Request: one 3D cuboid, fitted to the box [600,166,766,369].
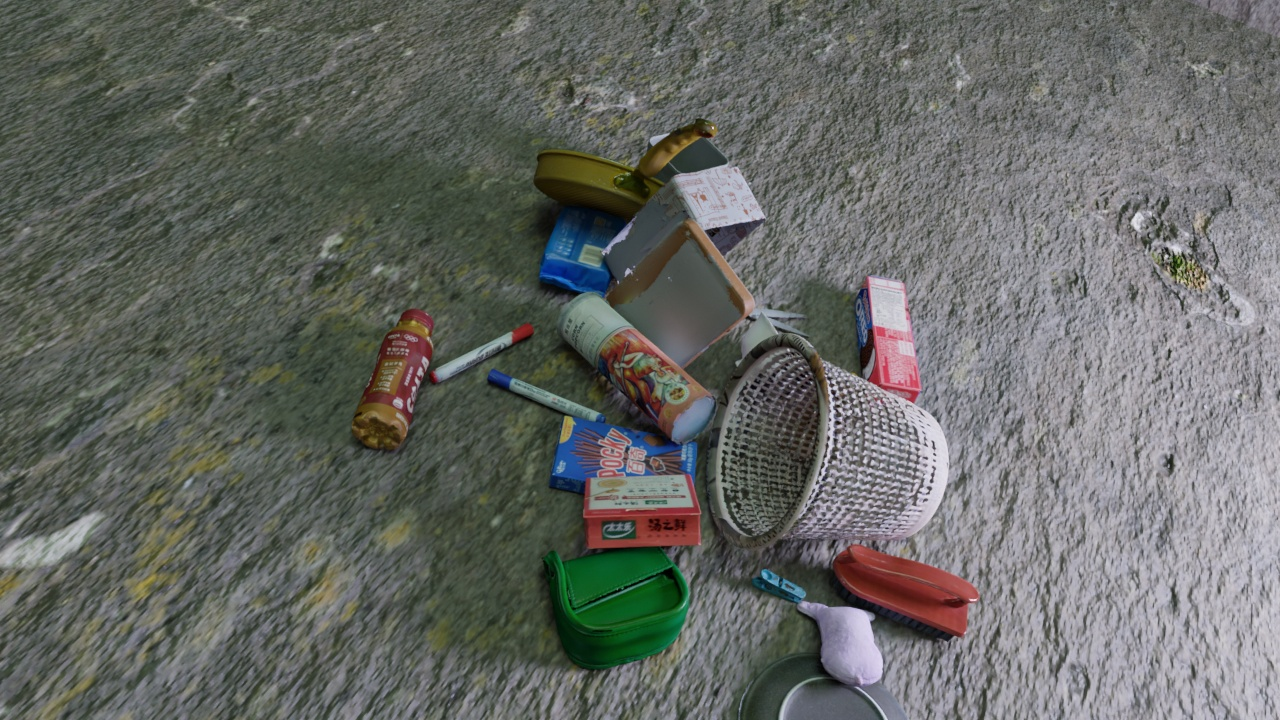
[{"bbox_3d":[0.071,-0.105,1.120,0.156,0.184,0.192,-21,78,-42],"label":"box"}]

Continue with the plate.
[{"bbox_3d":[0.179,0.353,0.854,0.179,0.024,0.179,8,47,-9],"label":"plate"}]

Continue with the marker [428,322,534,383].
[{"bbox_3d":[-0.188,-0.009,1.091,0.144,0.017,0.017,-30,62,-35],"label":"marker"}]

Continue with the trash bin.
[{"bbox_3d":[0.205,0.102,0.976,0.192,0.228,0.227,14,45,-22],"label":"trash bin"}]

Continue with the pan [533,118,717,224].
[{"bbox_3d":[-0.008,-0.237,1.151,0.197,0.358,0.078,17,87,-25],"label":"pan"}]

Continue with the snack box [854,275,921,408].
[{"bbox_3d":[0.325,-0.023,1.212,0.058,0.057,0.207,10,47,-3],"label":"snack box"}]

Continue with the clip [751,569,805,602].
[{"bbox_3d":[0.145,0.236,0.955,0.057,0.049,0.015,24,46,0],"label":"clip"}]

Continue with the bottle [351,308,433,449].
[{"bbox_3d":[-0.269,0.015,1.019,0.057,0.058,0.174,11,47,-5],"label":"bottle"}]

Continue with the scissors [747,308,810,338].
[{"bbox_3d":[0.138,-0.068,1.233,0.159,0.014,0.170,-25,59,-31],"label":"scissors"}]

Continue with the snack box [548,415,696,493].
[{"bbox_3d":[-0.017,0.115,1.016,0.157,0.026,0.084,12,46,-4],"label":"snack box"}]

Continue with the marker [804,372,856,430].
[{"bbox_3d":[0.237,0.053,1.149,0.018,0.015,0.123,36,52,19],"label":"marker"}]

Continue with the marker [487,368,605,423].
[{"bbox_3d":[-0.109,0.044,1.064,0.146,0.017,0.016,22,47,5],"label":"marker"}]

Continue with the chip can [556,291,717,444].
[{"bbox_3d":[-0.006,0.006,1.070,0.071,0.071,0.215,-26,52,-32],"label":"chip can"}]

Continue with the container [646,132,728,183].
[{"bbox_3d":[0.056,-0.253,1.309,0.090,0.115,0.090,-20,56,-29],"label":"container"}]

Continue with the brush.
[{"bbox_3d":[0.272,0.233,0.956,0.146,0.069,0.063,20,46,4],"label":"brush"}]

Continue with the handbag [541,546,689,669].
[{"bbox_3d":[-0.023,0.227,0.892,0.131,0.068,0.120,-9,43,-20],"label":"handbag"}]

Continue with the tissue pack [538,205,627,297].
[{"bbox_3d":[-0.075,-0.146,1.221,0.095,0.052,0.156,17,47,-2],"label":"tissue pack"}]

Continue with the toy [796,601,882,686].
[{"bbox_3d":[0.202,0.278,0.908,0.084,0.039,0.107,9,26,-3],"label":"toy"}]

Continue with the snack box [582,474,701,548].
[{"bbox_3d":[0.001,0.153,0.917,0.113,0.044,0.127,-1,10,-1],"label":"snack box"}]

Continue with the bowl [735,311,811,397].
[{"bbox_3d":[0.157,0.006,1.127,0.065,0.118,0.118,-35,56,8],"label":"bowl"}]
